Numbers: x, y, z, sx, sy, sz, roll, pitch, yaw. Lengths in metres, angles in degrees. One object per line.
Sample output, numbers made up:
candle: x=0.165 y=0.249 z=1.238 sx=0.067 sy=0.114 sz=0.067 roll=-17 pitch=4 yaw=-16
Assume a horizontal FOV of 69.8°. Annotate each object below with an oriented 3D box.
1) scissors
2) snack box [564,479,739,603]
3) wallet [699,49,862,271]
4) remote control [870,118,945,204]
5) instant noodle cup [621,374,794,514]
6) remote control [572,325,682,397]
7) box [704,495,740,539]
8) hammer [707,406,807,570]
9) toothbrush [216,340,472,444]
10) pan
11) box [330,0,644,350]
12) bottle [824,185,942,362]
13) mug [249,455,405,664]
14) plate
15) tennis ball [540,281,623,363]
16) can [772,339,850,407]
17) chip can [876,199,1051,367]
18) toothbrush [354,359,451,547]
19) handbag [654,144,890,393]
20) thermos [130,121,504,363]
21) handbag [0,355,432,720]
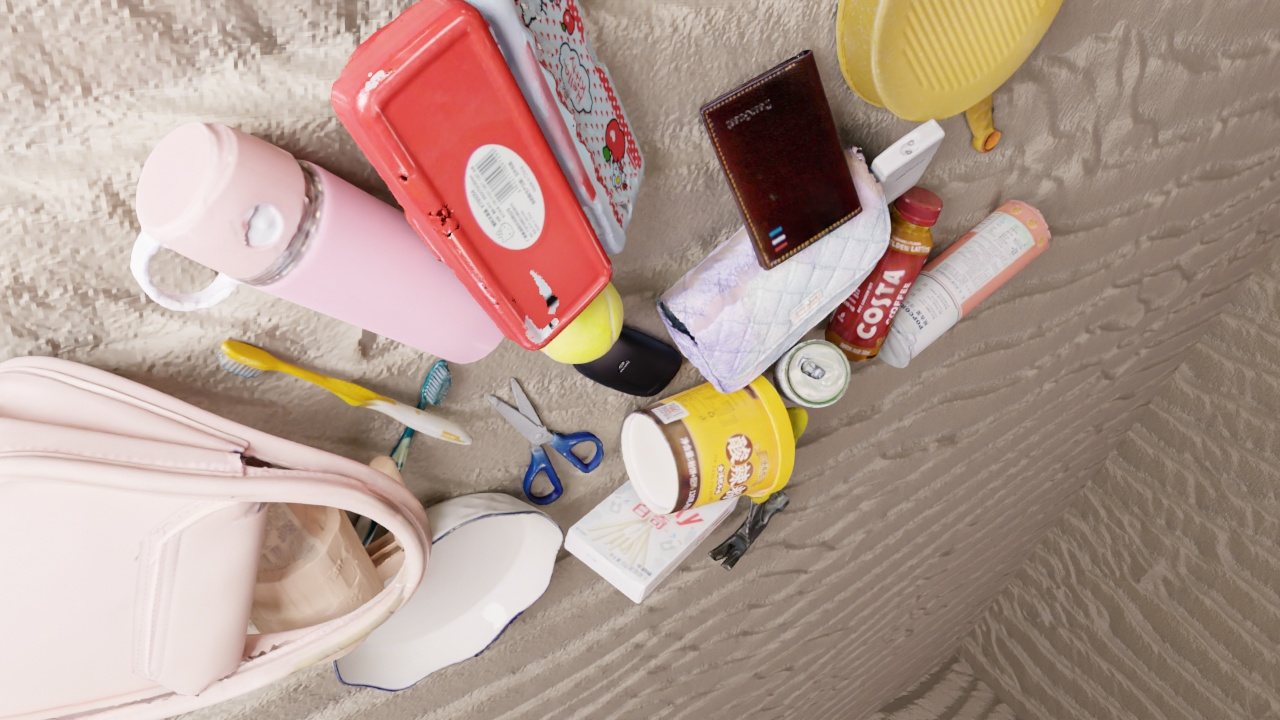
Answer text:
scissors: x=-0.071 y=0.058 z=0.734 sx=0.132 sy=0.012 sz=0.173 roll=-19 pitch=140 yaw=-31
snack box: x=0.013 y=0.142 z=0.822 sx=0.156 sy=0.085 sz=0.027 roll=-35 pitch=149 yaw=-44
wallet: x=0.100 y=-0.138 z=0.636 sx=0.096 sy=0.020 sz=0.122 roll=-32 pitch=113 yaw=-18
remote control: x=0.208 y=-0.153 z=0.745 sx=0.056 sy=0.019 sz=0.135 roll=-35 pitch=172 yaw=4
instant noodle cup: x=0.054 y=0.074 z=0.803 sx=0.114 sy=0.118 sz=0.119 roll=-14 pitch=138 yaw=-28
remote control: x=-0.004 y=0.004 z=0.733 sx=0.053 sy=0.024 sz=0.136 roll=-51 pitch=148 yaw=12
box: x=0.086 y=0.135 z=0.967 sx=0.068 sy=0.052 sz=0.165 roll=-40 pitch=155 yaw=-49
hammer: x=0.128 y=0.135 z=0.957 sx=0.126 sy=0.032 sz=0.324 roll=-46 pitch=161 yaw=-20
toothbrush: x=-0.171 y=0.026 z=0.560 sx=0.018 sy=0.016 sz=0.191 roll=-38 pitch=143 yaw=17
pan: x=0.260 y=-0.247 z=0.721 sx=0.198 sy=0.078 sz=0.357 roll=-45 pitch=142 yaw=9
box: x=-0.056 y=-0.112 z=0.466 sx=0.161 sy=0.058 sz=0.201 roll=-59 pitch=149 yaw=-20
bottle: x=0.230 y=-0.080 z=0.868 sx=0.057 sy=0.057 sz=0.175 roll=-18 pitch=140 yaw=-36
mug: x=-0.202 y=0.124 z=0.596 sx=0.124 sy=0.084 sz=0.104 roll=-32 pitch=144 yaw=-23
plate: x=-0.160 y=0.185 z=0.749 sx=0.204 sy=0.045 sz=0.205 roll=-29 pitch=147 yaw=-22
tennis ball: x=-0.044 y=-0.030 z=0.608 sx=0.065 sy=0.065 sz=0.066 roll=-29 pitch=145 yaw=-23
can: x=0.153 y=0.012 z=0.835 sx=0.058 sy=0.058 sz=0.146 roll=-46 pitch=175 yaw=2
chip can: x=0.333 y=-0.083 z=0.969 sx=0.214 sy=0.071 sz=0.071 roll=-37 pitch=148 yaw=-11
toothbrush: x=-0.171 y=0.080 z=0.638 sx=0.016 sy=0.018 sz=0.192 roll=2 pitch=125 yaw=-49
handbag: x=0.112 y=-0.067 z=0.734 sx=0.194 sy=0.075 sz=0.134 roll=-42 pitch=148 yaw=-5
thermos: x=-0.153 y=-0.044 z=0.465 sx=0.087 sy=0.067 sz=0.198 roll=-59 pitch=148 yaw=4
handbag: x=-0.223 y=0.104 z=0.466 sx=0.234 sy=0.093 sz=0.194 roll=8 pitch=124 yaw=-25
